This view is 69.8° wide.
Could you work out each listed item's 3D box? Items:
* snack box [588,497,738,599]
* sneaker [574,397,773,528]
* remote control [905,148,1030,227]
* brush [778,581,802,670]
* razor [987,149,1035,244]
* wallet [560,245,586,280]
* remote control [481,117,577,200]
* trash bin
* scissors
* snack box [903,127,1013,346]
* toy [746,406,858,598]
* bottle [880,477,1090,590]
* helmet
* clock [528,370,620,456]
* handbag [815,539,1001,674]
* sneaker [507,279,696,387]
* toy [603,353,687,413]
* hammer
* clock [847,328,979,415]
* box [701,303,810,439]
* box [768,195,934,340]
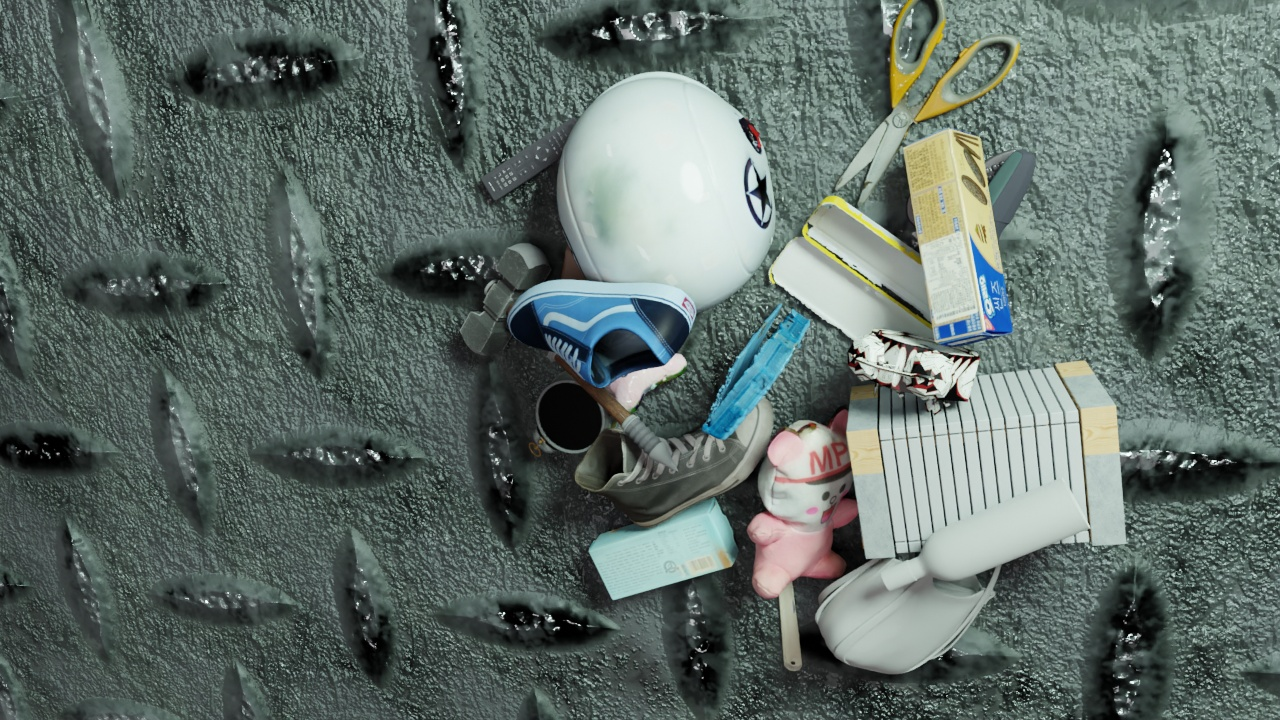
[{"bbox_3d":[0.029,0.236,1.147,0.175,0.053,0.075,-22,101,19],"label":"snack box"},{"bbox_3d":[0.040,0.103,1.058,0.235,0.095,0.120,-32,135,28],"label":"sneaker"},{"bbox_3d":[0.338,-0.174,0.954,0.125,0.009,0.046,-23,100,21],"label":"remote control"},{"bbox_3d":[0.183,0.295,1.147,0.033,0.012,0.218,-3,108,15],"label":"brush"},{"bbox_3d":[0.358,-0.145,0.933,0.052,0.047,0.143,10,118,-26],"label":"razor"},{"bbox_3d":[-0.038,-0.081,1.085,0.121,0.013,0.087,14,106,11],"label":"wallet"},{"bbox_3d":[-0.122,-0.232,1.058,0.137,0.015,0.032,-28,98,19],"label":"remote control"},{"bbox_3d":[0.354,0.103,0.967,0.247,0.142,0.142,-7,105,17],"label":"trash bin"},{"bbox_3d":[0.287,-0.256,0.938,0.162,0.016,0.226,21,112,8],"label":"scissors"},{"bbox_3d":[0.314,-0.120,0.906,0.056,0.057,0.206,-16,78,48],"label":"snack box"},{"bbox_3d":[0.183,0.161,1.049,0.141,0.084,0.213,-9,114,-27],"label":"toy"},{"bbox_3d":[0.327,0.178,0.890,0.196,0.052,0.052,-30,97,22],"label":"bottle"},{"bbox_3d":[0.014,-0.170,0.959,0.237,0.163,0.264,-15,99,17],"label":"helmet"},{"bbox_3d":[-0.086,0.071,1.123,0.148,0.056,0.104,-41,85,22],"label":"clock"},{"bbox_3d":[0.324,0.258,1.038,0.215,0.095,0.223,26,115,-38],"label":"handbag"},{"bbox_3d":[-0.062,-0.023,0.940,0.242,0.098,0.083,-1,138,39],"label":"sneaker"},{"bbox_3d":[-0.006,0.006,1.078,0.102,0.050,0.093,-33,69,-19],"label":"toy"},{"bbox_3d":[-0.071,0.014,1.050,0.322,0.043,0.156,43,114,21],"label":"hammer"},{"bbox_3d":[0.270,0.012,0.921,0.115,0.154,0.065,20,104,37],"label":"clock"},{"bbox_3d":[0.119,0.004,0.953,0.048,0.231,0.093,40,115,4],"label":"box"},{"bbox_3d":[0.253,-0.077,0.996,0.209,0.038,0.130,35,126,1],"label":"box"}]
